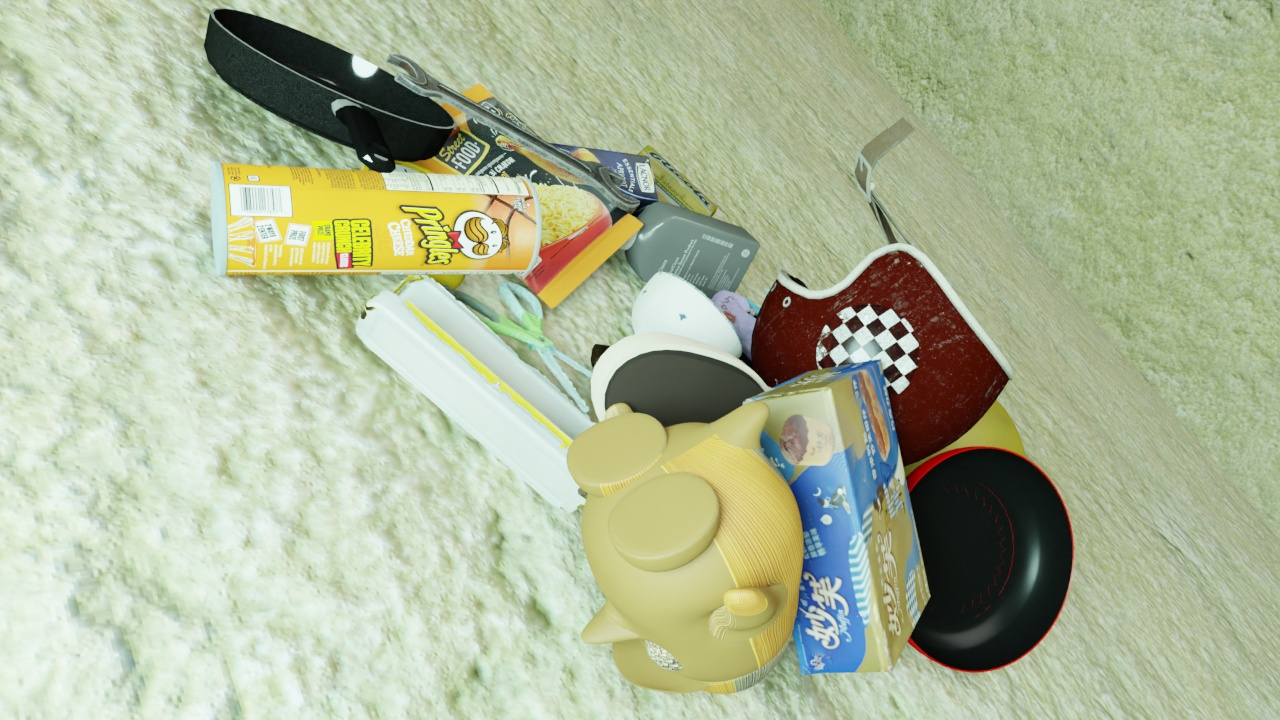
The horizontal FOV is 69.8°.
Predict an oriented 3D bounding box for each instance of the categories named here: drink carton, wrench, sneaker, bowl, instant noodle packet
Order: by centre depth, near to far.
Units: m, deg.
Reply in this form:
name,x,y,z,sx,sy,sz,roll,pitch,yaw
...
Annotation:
name,x,y,z,sx,sy,sz,roll,pitch,yaw
sneaker,0.051,0.038,0.766,0.293,0.112,0.116,31,12,-45
wrench,-0.113,-0.212,0.868,0.273,0.010,0.070,24,30,-30
bowl,0.035,-0.023,0.871,0.113,0.063,0.113,41,-14,13
instant noodle packet,-0.121,-0.163,0.875,0.221,0.032,0.159,41,50,1
drink carton,-0.048,-0.188,0.972,0.130,0.040,0.064,2,64,-27

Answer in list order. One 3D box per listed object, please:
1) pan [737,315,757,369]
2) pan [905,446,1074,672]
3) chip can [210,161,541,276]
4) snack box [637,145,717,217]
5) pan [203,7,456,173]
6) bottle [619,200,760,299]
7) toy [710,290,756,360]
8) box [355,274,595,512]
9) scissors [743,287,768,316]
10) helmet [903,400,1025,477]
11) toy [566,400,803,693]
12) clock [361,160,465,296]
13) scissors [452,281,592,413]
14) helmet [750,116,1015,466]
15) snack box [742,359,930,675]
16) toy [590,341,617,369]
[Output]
name,x,y,z,sx,sy,sz,roll,pitch,yaw
pan,0.203,0.036,1.058,0.355,0.021,0.198,12,43,-41
pan,0.245,0.182,0.842,0.355,0.067,0.209,3,89,-18
chip can,-0.184,-0.097,0.651,0.214,0.075,0.075,-3,52,-28
snack box,0.019,-0.187,1.089,0.121,0.045,0.180,42,30,-3
pan,-0.228,-0.190,0.702,0.204,0.044,0.355,18,20,-31
bottle,0.035,-0.121,0.982,0.173,0.084,0.046,14,25,-31
toy,0.115,-0.035,0.984,0.099,0.037,0.080,36,34,-11
box,-0.104,0.018,0.658,0.209,0.080,0.079,41,69,-4
scissors,0.157,-0.039,1.064,0.135,0.015,0.135,-1,54,-43
helmet,0.335,0.113,0.988,0.209,0.140,0.239,43,34,-16
toy,0.033,0.140,0.604,0.198,0.162,0.203,50,-18,51
clock,-0.187,-0.111,0.751,0.113,0.052,0.151,30,30,-23
scissors,-0.090,-0.013,0.759,0.138,0.028,0.170,5,32,-46
helmet,0.225,-0.022,0.864,0.233,0.254,0.233,57,16,20
snack box,0.155,0.112,0.702,0.154,0.069,0.202,-15,93,-61
toy,-0.005,0.005,0.822,0.076,0.063,0.100,28,13,14
